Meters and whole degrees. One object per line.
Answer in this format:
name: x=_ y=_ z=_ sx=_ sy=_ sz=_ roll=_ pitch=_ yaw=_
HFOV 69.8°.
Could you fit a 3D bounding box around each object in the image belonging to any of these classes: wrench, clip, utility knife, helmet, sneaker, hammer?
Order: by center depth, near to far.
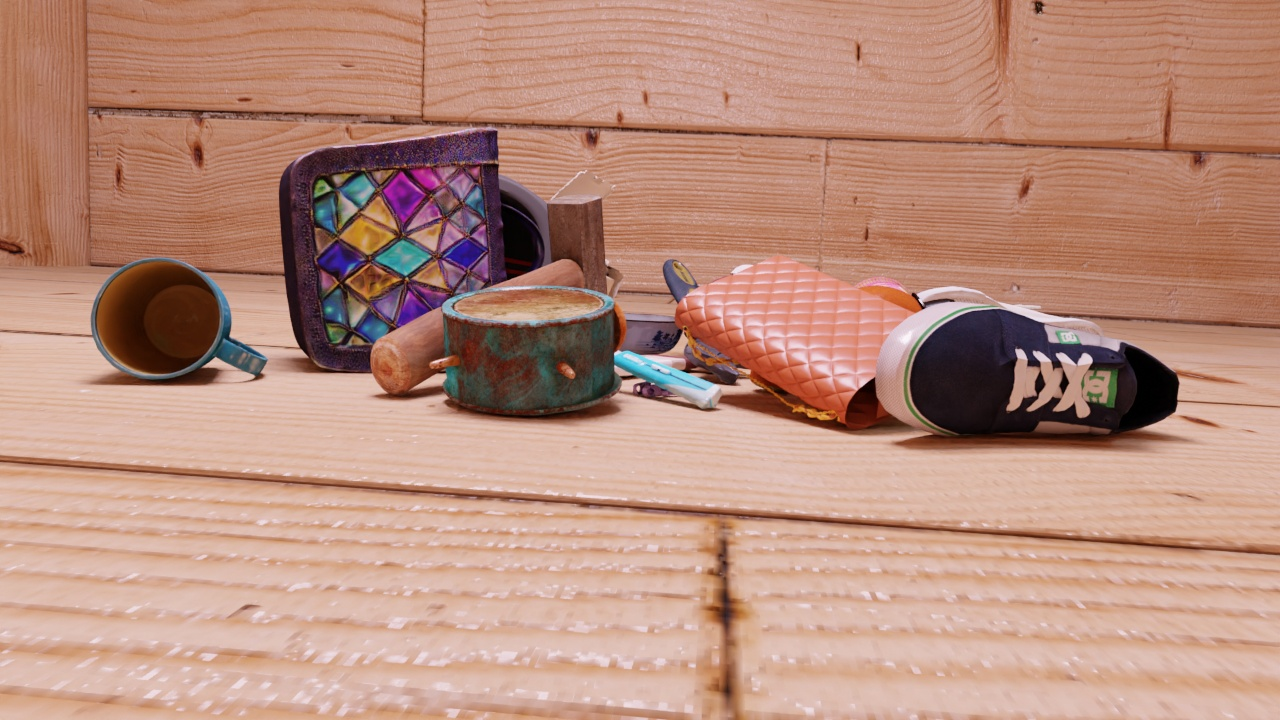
sneaker: x=0.253 y=0.011 z=0.579 sx=0.235 sy=0.084 sz=0.079 roll=3 pitch=5 yaw=-30
utility knife: x=0.001 y=0.007 z=0.687 sx=0.022 sy=0.015 sz=0.152 roll=-34 pitch=38 yaw=-32
clip: x=0.017 y=0.020 z=0.700 sx=0.051 sy=0.013 sz=0.035 roll=-6 pitch=9 yaw=-39
hammer: x=-0.110 y=-0.034 z=0.744 sx=0.037 sy=0.158 sz=0.299 roll=6 pitch=20 yaw=25
wrench: x=0.056 y=-0.043 z=0.897 sx=0.073 sy=0.022 sz=0.273 roll=16 pitch=23 yaw=-18
sneaker: x=0.362 y=-0.023 z=0.961 sx=0.242 sy=0.089 sz=0.091 roll=7 pitch=0 yaw=-20
helmet: x=-0.187 y=-0.128 z=1.062 sx=0.265 sy=0.164 sz=0.170 roll=13 pitch=-3 yaw=12

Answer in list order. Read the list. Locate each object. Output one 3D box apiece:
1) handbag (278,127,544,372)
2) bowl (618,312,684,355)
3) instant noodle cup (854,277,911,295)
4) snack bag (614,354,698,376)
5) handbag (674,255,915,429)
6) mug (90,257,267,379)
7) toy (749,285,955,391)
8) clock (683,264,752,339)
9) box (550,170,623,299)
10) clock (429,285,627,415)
handbag: x=-0.192 y=-0.094 z=0.803 sx=0.221 sy=0.205 sz=0.125 roll=-7 pitch=10 yaw=-24
bowl: x=-0.010 y=-0.023 z=0.932 sx=0.114 sy=0.045 sz=0.114 roll=3 pitch=6 yaw=-1
instant noodle cup: x=0.301 y=-0.045 z=1.111 sx=0.097 sy=0.098 sz=0.108 roll=3 pitch=13 yaw=-1
snack bag: x=-0.005 y=0.005 z=0.826 sx=0.057 sy=0.013 sz=0.157 roll=5 pitch=6 yaw=37
handbag: x=0.119 y=-0.010 z=0.661 sx=0.108 sy=0.060 sz=0.172 roll=-21 pitch=35 yaw=-30
mug: x=-0.331 y=-0.022 z=0.677 sx=0.112 sy=0.084 sz=0.104 roll=31 pitch=-8 yaw=-16
toy: x=0.175 y=-0.019 z=0.765 sx=0.176 sy=0.096 sz=0.112 roll=-24 pitch=1 yaw=12
clock: x=0.095 y=-0.051 z=0.953 sx=0.044 sy=0.125 sz=0.087 roll=37 pitch=21 yaw=-31
box: x=-0.096 y=-0.150 z=1.206 sx=0.106 sy=0.193 sz=0.143 roll=28 pitch=3 yaw=37
clock: x=-0.069 y=-0.009 z=0.632 sx=0.121 sy=0.073 sz=0.157 roll=4 pitch=18 yaw=13
